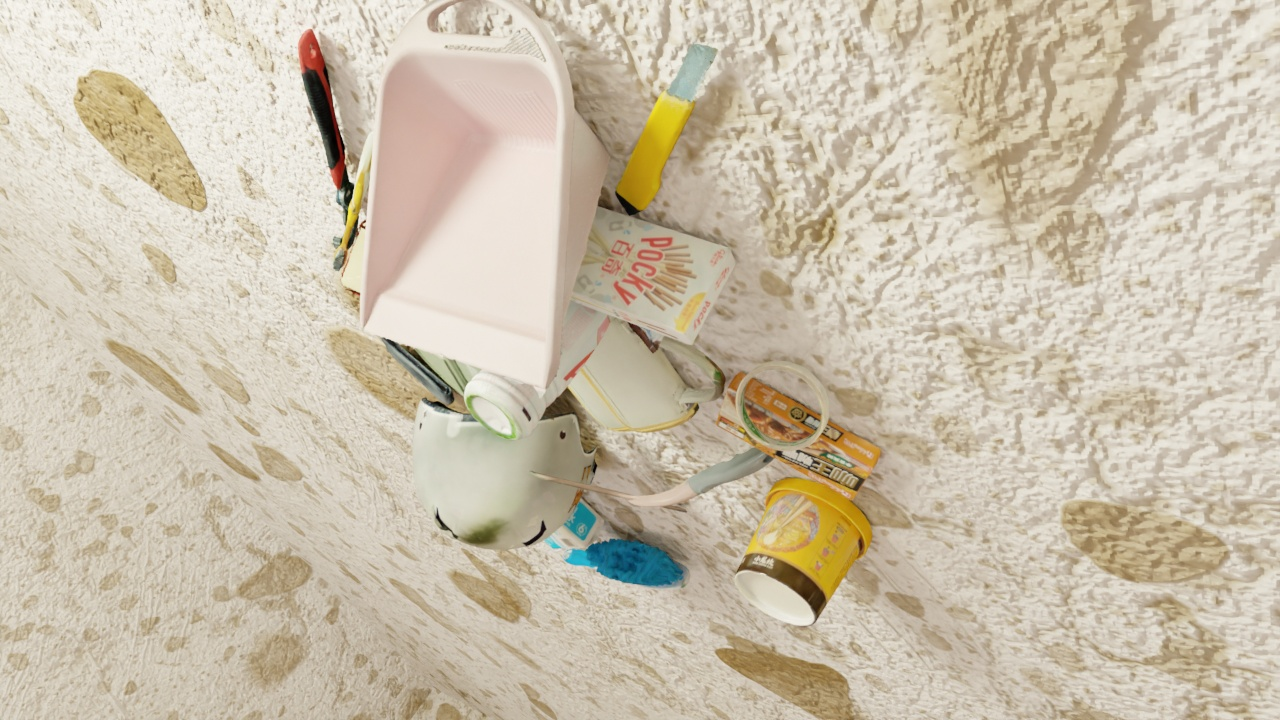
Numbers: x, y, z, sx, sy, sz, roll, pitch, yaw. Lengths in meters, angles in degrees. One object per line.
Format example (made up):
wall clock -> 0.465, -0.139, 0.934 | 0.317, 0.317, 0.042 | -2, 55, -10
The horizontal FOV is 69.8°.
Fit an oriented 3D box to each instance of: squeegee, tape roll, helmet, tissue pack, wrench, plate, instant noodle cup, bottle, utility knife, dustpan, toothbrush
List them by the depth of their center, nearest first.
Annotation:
utility knife -> 0.018, -0.170, 0.693 | 0.033, 0.015, 0.209 | 38, 152, 0
dustpan -> -0.147, -0.139, 0.729 | 0.223, 0.273, 0.138 | 13, 167, 30
bottle -> -0.073, -0.019, 0.816 | 0.068, 0.196, 0.068 | 27, 148, 18
tape roll -> 0.129, 0.042, 0.837 | 0.086, 0.013, 0.086 | 10, 115, 23
wrench -> -0.320, -0.219, 0.948 | 0.016, 0.056, 0.274 | 13, 142, 2
instant noodle cup -> 0.165, 0.204, 0.960 | 0.118, 0.114, 0.119 | 26, 149, 17
toothbrush -> -0.302, -0.164, 0.972 | 0.016, 0.018, 0.192 | 18, 132, -18
squeegee -> 0.051, 0.132, 0.998 | 0.250, 0.040, 0.247 | -23, 149, 39
plate -> -0.229, -0.013, 1.115 | 0.230, 0.027, 0.230 | 37, 159, 17
helmet -> -0.172, 0.153, 1.119 | 0.230, 0.156, 0.274 | 7, 159, -1
tissue pack -> -0.123, 0.215, 1.320 | 0.140, 0.063, 0.090 | 47, 145, -21

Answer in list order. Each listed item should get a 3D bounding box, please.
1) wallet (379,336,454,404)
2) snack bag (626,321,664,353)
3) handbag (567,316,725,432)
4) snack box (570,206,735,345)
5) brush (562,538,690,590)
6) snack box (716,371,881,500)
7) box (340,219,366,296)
wallet -> -0.301, 0.012, 1.244 | 0.121, 0.019, 0.097 | 41, 165, 0
snack bag -> 0.025, -0.049, 0.826 | 0.048, 0.026, 0.104 | 49, 129, 0
handbag -> -0.006, 0.005, 0.923 | 0.179, 0.063, 0.163 | -3, 133, 43
snack box -> -0.008, -0.077, 0.778 | 0.157, 0.084, 0.027 | 21, 164, 25
brush -> -0.047, 0.297, 1.358 | 0.315, 0.060, 0.109 | -1, 156, 45
snack box -> 0.149, 0.073, 0.883 | 0.154, 0.026, 0.075 | 29, 149, 13
box -> -0.239, -0.085, 0.980 | 0.168, 0.091, 0.075 | 23, -174, 22
